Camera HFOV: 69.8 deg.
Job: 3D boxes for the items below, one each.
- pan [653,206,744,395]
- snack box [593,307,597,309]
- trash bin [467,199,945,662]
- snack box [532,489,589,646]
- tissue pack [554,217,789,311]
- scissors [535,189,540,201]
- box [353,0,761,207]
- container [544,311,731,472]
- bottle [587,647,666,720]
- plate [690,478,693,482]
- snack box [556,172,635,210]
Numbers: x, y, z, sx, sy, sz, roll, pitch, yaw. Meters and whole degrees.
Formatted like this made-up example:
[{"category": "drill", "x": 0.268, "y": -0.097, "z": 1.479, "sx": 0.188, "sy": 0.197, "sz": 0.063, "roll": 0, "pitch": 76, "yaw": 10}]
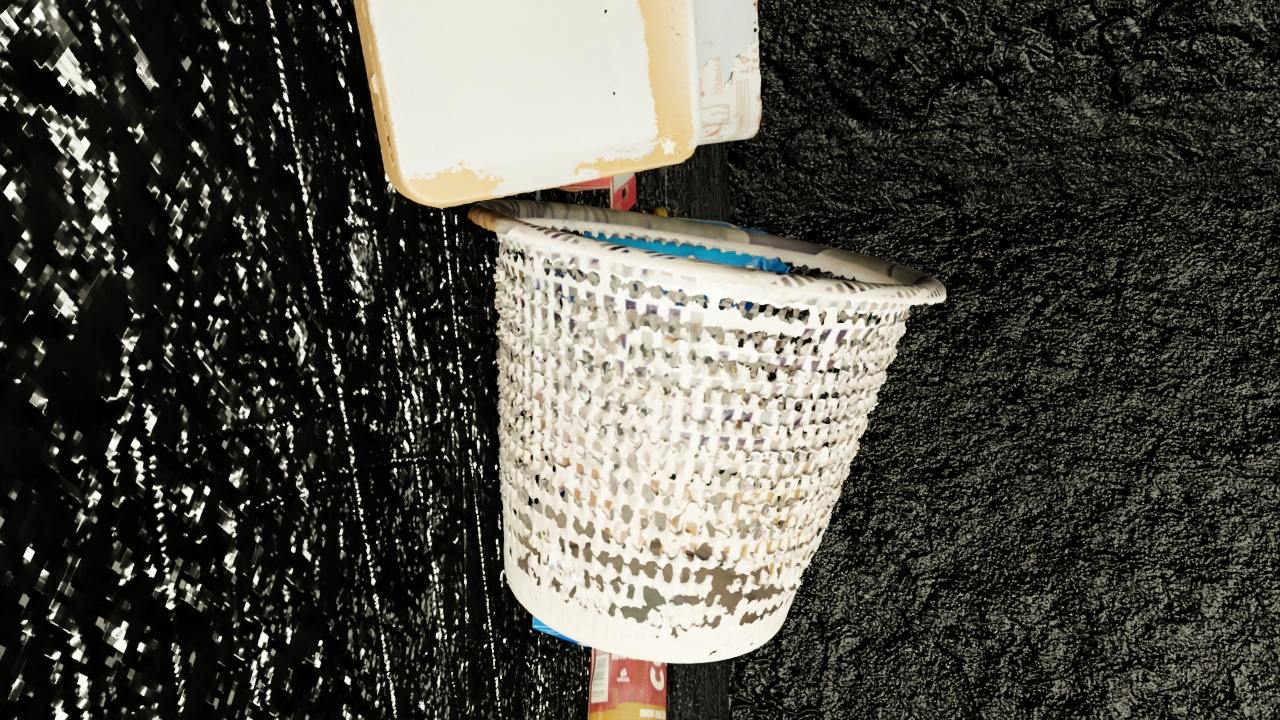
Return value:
[{"category": "pan", "x": 0.046, "y": -0.053, "z": 1.020, "sx": 0.198, "sy": 0.078, "sz": 0.357, "roll": 95, "pitch": -22, "yaw": -47}, {"category": "snack box", "x": -0.005, "y": 0.004, "z": 0.770, "sx": 0.208, "sy": 0.057, "sz": 0.058, "roll": 75, "pitch": 18, "yaw": -60}, {"category": "trash bin", "x": 0.017, "y": 0.031, "z": 0.463, "sx": 0.227, "sy": 0.227, "sz": 0.192, "roll": -55, "pitch": 155, "yaw": -76}, {"category": "snack box", "x": -0.038, "y": 0.142, "z": 0.609, "sx": 0.157, "sy": 0.026, "sz": 0.084, "roll": 68, "pitch": 23, "yaw": -68}, {"category": "tissue pack", "x": 0.019, "y": -0.065, "z": 0.607, "sx": 0.094, "sy": 0.157, "sz": 0.052, "roll": -57, "pitch": 151, "yaw": -70}, {"category": "scissors", "x": -0.060, "y": -0.187, "z": 0.580, "sx": 0.170, "sy": 0.014, "sz": 0.159, "roll": -72, "pitch": 159, "yaw": -64}, {"category": "box", "x": -0.054, "y": -0.170, "z": 0.394, "sx": 0.157, "sy": 0.192, "sz": 0.183, "roll": 20, "pitch": -60, "yaw": 53}, {"category": "container", "x": 0.003, "y": 0.021, "z": 0.613, "sx": 0.090, "sy": 0.114, "sz": 0.090, "roll": 79, "pitch": 12, "yaw": -49}, {"category": "bottle", "x": -0.008, "y": 0.195, "z": 0.702, "sx": 0.057, "sy": 0.057, "sz": 0.174, "roll": 71, "pitch": 19, "yaw": -63}, {"category": "plate", "x": 0.039, "y": 0.034, "z": 0.902, "sx": 0.180, "sy": 0.024, "sz": 0.179, "roll": 165, "pitch": -90, "yaw": -71}, {"category": "snack box", "x": -0.031, "y": -0.160, "z": 0.602, "sx": 0.113, "sy": 0.044, "sz": 0.127, "roll": -68, "pitch": 159, "yaw": -71}]
